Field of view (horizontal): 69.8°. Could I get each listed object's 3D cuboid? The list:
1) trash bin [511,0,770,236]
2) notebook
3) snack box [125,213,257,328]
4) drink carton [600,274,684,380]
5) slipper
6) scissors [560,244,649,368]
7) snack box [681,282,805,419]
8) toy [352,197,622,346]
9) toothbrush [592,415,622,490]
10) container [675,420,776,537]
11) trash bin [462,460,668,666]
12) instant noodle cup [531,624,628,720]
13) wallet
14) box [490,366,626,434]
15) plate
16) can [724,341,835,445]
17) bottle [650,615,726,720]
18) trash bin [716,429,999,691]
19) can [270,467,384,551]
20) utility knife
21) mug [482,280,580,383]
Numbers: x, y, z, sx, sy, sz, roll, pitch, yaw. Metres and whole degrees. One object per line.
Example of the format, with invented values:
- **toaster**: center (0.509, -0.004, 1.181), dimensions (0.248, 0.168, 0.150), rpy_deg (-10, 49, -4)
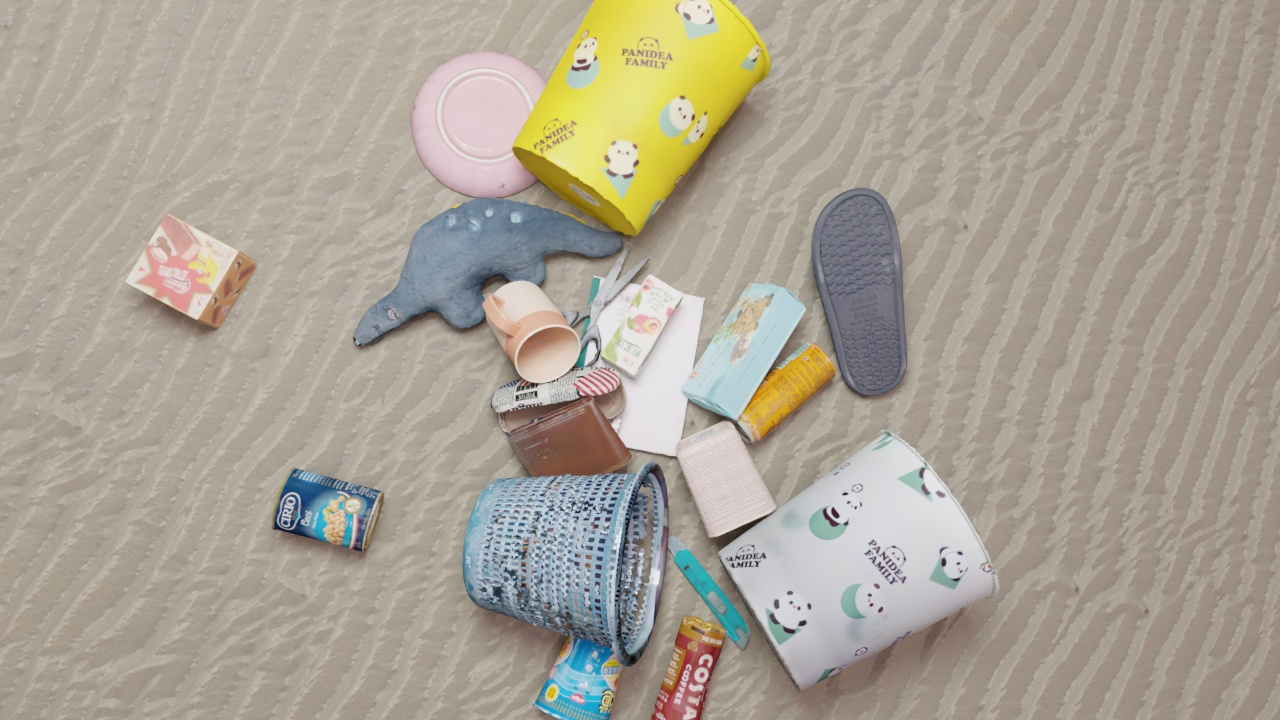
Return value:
- **trash bin**: center (-0.010, -0.306, 1.101), dimensions (0.229, 0.229, 0.255), rpy_deg (34, 87, -3)
- **notebook**: center (-0.007, 0.007, 1.172), dimensions (0.150, 0.012, 0.209), rpy_deg (11, 83, -5)
- **snack box**: center (-0.528, -0.104, 1.085), dimensions (0.093, 0.077, 0.094), rpy_deg (29, 83, -4)
- **drink carton**: center (0.001, -0.041, 1.148), dimensions (0.053, 0.045, 0.122), rpy_deg (30, 81, 4)
- **slipper**: center (0.279, -0.088, 1.189), dimensions (0.110, 0.083, 0.268), rpy_deg (-12, 104, 0)
- **scissors**: center (-0.060, -0.069, 1.161), dimensions (0.163, 0.014, 0.165), rpy_deg (-5, 81, 4)
- **snack box**: center (0.129, -0.014, 1.152), dimensions (0.051, 0.074, 0.174), rpy_deg (38, 81, -29)
- **toy**: center (-0.201, -0.125, 1.128), dimensions (0.356, 0.091, 0.138), rpy_deg (-25, 116, -7)
- **toothbrush**: center (-0.054, 0.154, 1.144), dimensions (0.016, 0.016, 0.180), rpy_deg (18, 89, -2)
- **container**: center (0.099, 0.141, 1.123), dimensions (0.090, 0.090, 0.111), rpy_deg (-25, 95, 3)
- **trash bin**: center (-0.086, 0.218, 1.049), dimensions (0.195, 0.226, 0.226), rpy_deg (5, 84, 15)
- **instant noodle cup**: center (-0.064, 0.375, 1.098), dimensions (0.099, 0.099, 0.109), rpy_deg (23, 74, -5)
- **wallet**: center (-0.085, 0.104, 1.106), dimensions (0.125, 0.032, 0.101), rpy_deg (-24, 115, 17)
- **box**: center (-0.102, 0.040, 1.114), dimensions (0.163, 0.086, 0.076), rpy_deg (-10, 68, 7)
- **plate**: center (-0.195, -0.304, 1.162), dimensions (0.192, 0.039, 0.192), rpy_deg (1, 85, -7)
- **can**: center (0.178, 0.041, 1.168), dimensions (0.146, 0.058, 0.058), rpy_deg (-39, 91, -8)
- **bottle**: center (0.053, 0.405, 1.122), dimensions (0.057, 0.057, 0.174), rpy_deg (19, 83, -5)
- **trash bin**: center (0.245, 0.244, 1.084), dimensions (0.252, 0.229, 0.229), rpy_deg (-31, 89, -4)
- **can**: center (-0.366, 0.176, 1.082), dimensions (0.111, 0.075, 0.075), rpy_deg (16, 83, -6)
- **utility knife**: center (0.085, 0.291, 1.158), dimensions (0.029, 0.013, 0.174), rpy_deg (-38, 90, -10)
- **mug**: center (-0.141, -0.042, 1.091), dimensions (0.082, 0.106, 0.114), rpy_deg (-49, 136, 11)
